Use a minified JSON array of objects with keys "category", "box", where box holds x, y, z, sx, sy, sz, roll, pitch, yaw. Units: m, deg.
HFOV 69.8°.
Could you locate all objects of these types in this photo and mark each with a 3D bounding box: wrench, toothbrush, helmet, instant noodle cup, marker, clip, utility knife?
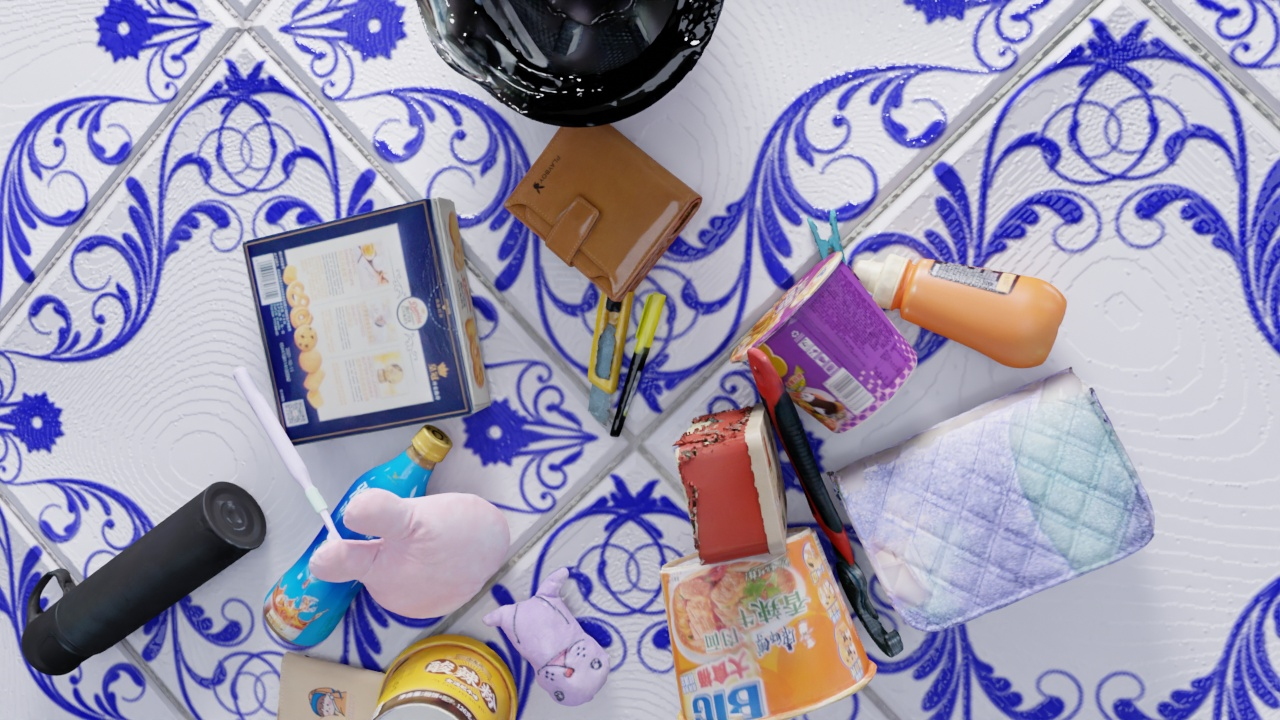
[{"category":"wrench","box":[0.133,0.107,0.670,0.016,0.056,0.273,-30,109,-9]},{"category":"toothbrush","box":[-0.294,0.081,0.761,0.189,0.021,0.029,55,147,17]},{"category":"helmet","box":[-0.051,-0.305,0.663,0.230,0.156,0.274,-34,97,18]},{"category":"instant noodle cup","box":[0.086,0.192,0.680,0.151,0.151,0.111,-17,82,12]},{"category":"marker","box":[-0.004,0.004,0.744,0.015,0.018,0.124,19,99,11]},{"category":"instant noodle cup","box":[0.140,-0.008,0.674,0.099,0.111,0.112,43,101,-4]},{"category":"instant noodle cup","box":[-0.166,0.298,0.741,0.118,0.114,0.118,0,93,1]},{"category":"clip","box":[0.147,-0.088,0.709,0.047,0.014,0.057,-15,92,10]},{"category":"utility knife","box":[-0.020,-0.035,0.745,0.033,0.015,0.181,11,96,14]}]

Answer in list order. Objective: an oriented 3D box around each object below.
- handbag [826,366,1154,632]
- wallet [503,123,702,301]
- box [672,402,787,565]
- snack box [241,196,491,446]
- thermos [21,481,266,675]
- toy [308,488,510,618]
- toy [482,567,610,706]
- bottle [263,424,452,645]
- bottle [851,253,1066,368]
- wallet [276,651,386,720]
[{"category":"handbag","box":[0.253,0.104,0.670,0.194,0.075,0.134,-25,84,11]},{"category":"wallet","box":[-0.032,-0.124,0.725,0.132,0.031,0.108,42,100,18]},{"category":"box","box":[0.060,0.083,0.660,0.076,0.168,0.091,-12,92,9]},{"category":"snack box","box":[-0.230,-0.031,0.774,0.183,0.045,0.178,-10,92,13]},{"category":"thermos","box":[-0.456,0.191,0.824,0.243,0.068,0.090,-33,92,12]},{"category":"toy","box":[-0.180,0.151,0.736,0.121,0.159,0.054,-52,44,6]},{"category":"toy","box":[-0.068,0.235,0.764,0.084,0.039,0.108,-35,85,3]},{"category":"bottle","box":[-0.234,0.145,0.779,0.065,0.065,0.219,41,100,6]},{"category":"bottle","box":[0.228,-0.044,0.674,0.149,0.066,0.067,20,98,17]},{"category":"wallet","box":[-0.270,0.313,0.820,0.115,0.024,0.087,8,97,10]}]
